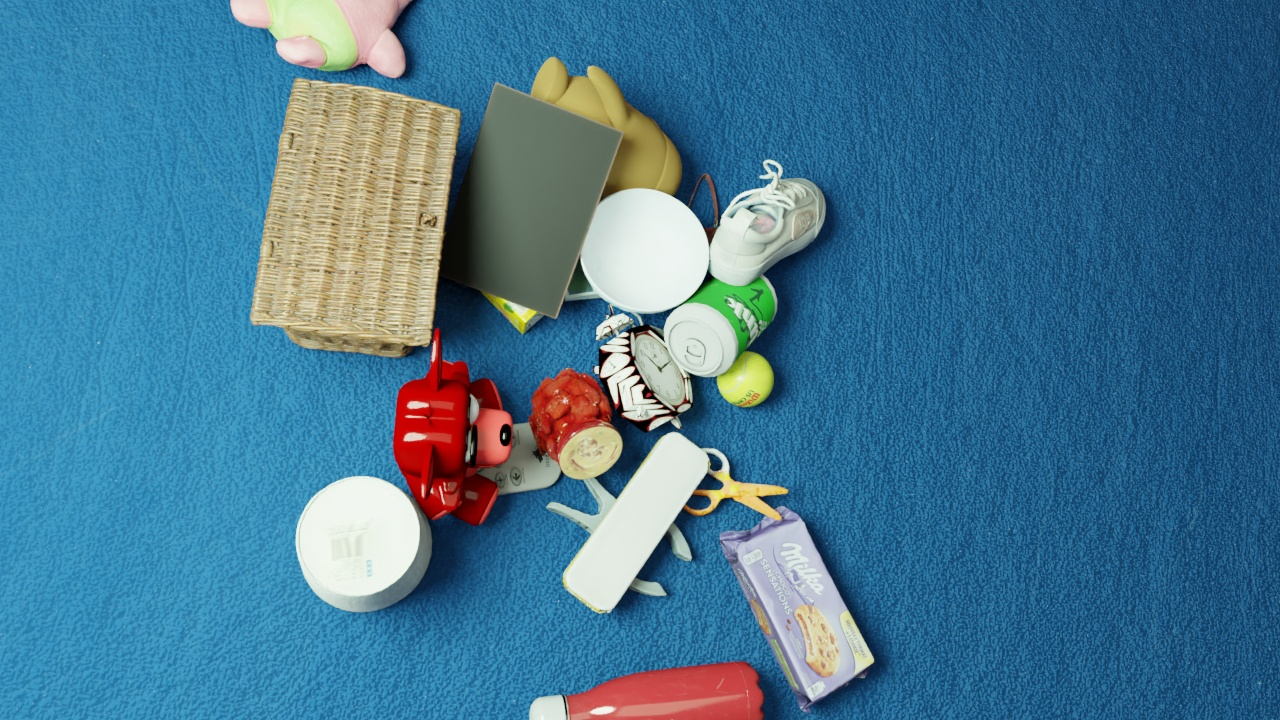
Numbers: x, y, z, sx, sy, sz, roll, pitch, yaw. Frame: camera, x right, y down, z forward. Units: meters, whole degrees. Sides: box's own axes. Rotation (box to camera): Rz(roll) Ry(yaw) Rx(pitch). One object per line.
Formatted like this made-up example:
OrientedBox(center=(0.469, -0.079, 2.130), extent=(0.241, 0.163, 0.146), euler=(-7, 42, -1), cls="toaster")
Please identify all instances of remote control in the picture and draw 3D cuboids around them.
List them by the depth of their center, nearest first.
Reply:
OrientedBox(center=(-0.163, 0.110, 0.995), extent=(0.151, 0.019, 0.074), euler=(-7, 77, -15), cls="remote control")
OrientedBox(center=(-0.027, -0.103, 1.081), extent=(0.143, 0.024, 0.049), euler=(-11, 78, -18), cls="remote control")

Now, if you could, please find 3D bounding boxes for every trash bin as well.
OrientedBox(center=(-0.265, 0.173, 0.877), extent=(0.133, 0.162, 0.133), euler=(3, 75, -13), cls="trash bin")

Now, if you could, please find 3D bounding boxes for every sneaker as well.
OrientedBox(center=(0.161, -0.176, 1.070), extent=(0.089, 0.091, 0.241), euler=(31, 42, 17), cls="sneaker")

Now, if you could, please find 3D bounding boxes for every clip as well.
OrientedBox(center=(-0.008, 0.171, 1.015), extent=(0.167, 0.028, 0.127), euler=(42, 69, -1), cls="clip")

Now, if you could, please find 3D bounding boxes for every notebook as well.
OrientedBox(center=(-0.120, -0.166, 0.967), extent=(0.141, 0.008, 0.209), euler=(21, 102, -3), cls="notebook")

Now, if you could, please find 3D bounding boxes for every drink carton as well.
OrientedBox(center=(-0.164, -0.094, 1.027), extent=(0.134, 0.059, 0.043), euler=(46, 74, 1), cls="drink carton")

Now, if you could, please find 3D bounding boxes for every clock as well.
OrientedBox(center=(-0.006, 0.006, 1.024), extent=(0.114, 0.065, 0.154), euler=(19, 47, -52), cls="clock")

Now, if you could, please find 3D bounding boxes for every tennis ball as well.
OrientedBox(center=(0.122, 0.022, 1.064), extent=(0.065, 0.065, 0.065), euler=(3, 75, -13), cls="tennis ball")

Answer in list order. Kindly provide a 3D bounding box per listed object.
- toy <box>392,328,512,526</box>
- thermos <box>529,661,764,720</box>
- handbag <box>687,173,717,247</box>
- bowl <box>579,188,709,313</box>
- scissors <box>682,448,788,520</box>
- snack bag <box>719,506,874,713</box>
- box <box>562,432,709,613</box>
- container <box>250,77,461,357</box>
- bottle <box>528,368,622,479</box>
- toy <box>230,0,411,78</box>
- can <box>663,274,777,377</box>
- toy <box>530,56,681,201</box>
OrientedBox(center=(-0.184, 0.072, 0.886), extent=(0.120, 0.197, 0.158), euler=(5, 73, -5), cls="toy")
OrientedBox(center=(0.006, 0.358, 0.944), extent=(0.239, 0.073, 0.073), euler=(-1, 76, -14), cls="thermos")
OrientedBox(center=(0.076, -0.177, 1.129), extent=(0.055, 0.029, 0.119), euler=(11, 68, -9), cls="handbag")
OrientedBox(center=(-0.002, -0.112, 1.033), extent=(0.144, 0.074, 0.143), euler=(3, 74, -9), cls="bowl")
OrientedBox(center=(0.108, 0.137, 1.041), extent=(0.133, 0.012, 0.096), euler=(0, 70, 6), cls="scissors")
OrientedBox(center=(0.169, 0.270, 1.017), extent=(0.096, 0.059, 0.205), euler=(-21, 78, -22), cls="snack bag")
OrientedBox(center=(-0.003, 0.172, 0.986), extent=(0.064, 0.033, 0.209), euler=(38, 69, -2), cls="box")
OrientedBox(center=(-0.284, -0.124, 0.938), extent=(0.162, 0.183, 0.249), euler=(8, 75, -13), cls="container")
OrientedBox(center=(-0.068, 0.069, 0.978), extent=(0.098, 0.099, 0.111), euler=(-17, 41, -18), cls="bottle")
OrientedBox(center=(-0.338, -0.405, 1.053), extent=(0.192, 0.097, 0.236), euler=(44, 56, 3), cls="toy")
OrientedBox(center=(0.092, -0.047, 1.040), extent=(0.088, 0.088, 0.139), euler=(46, 43, 1), cls="can")
OrientedBox(center=(-0.043, -0.245, 1.057), extent=(0.203, 0.199, 0.162), euler=(20, 55, -29), cls="toy")
